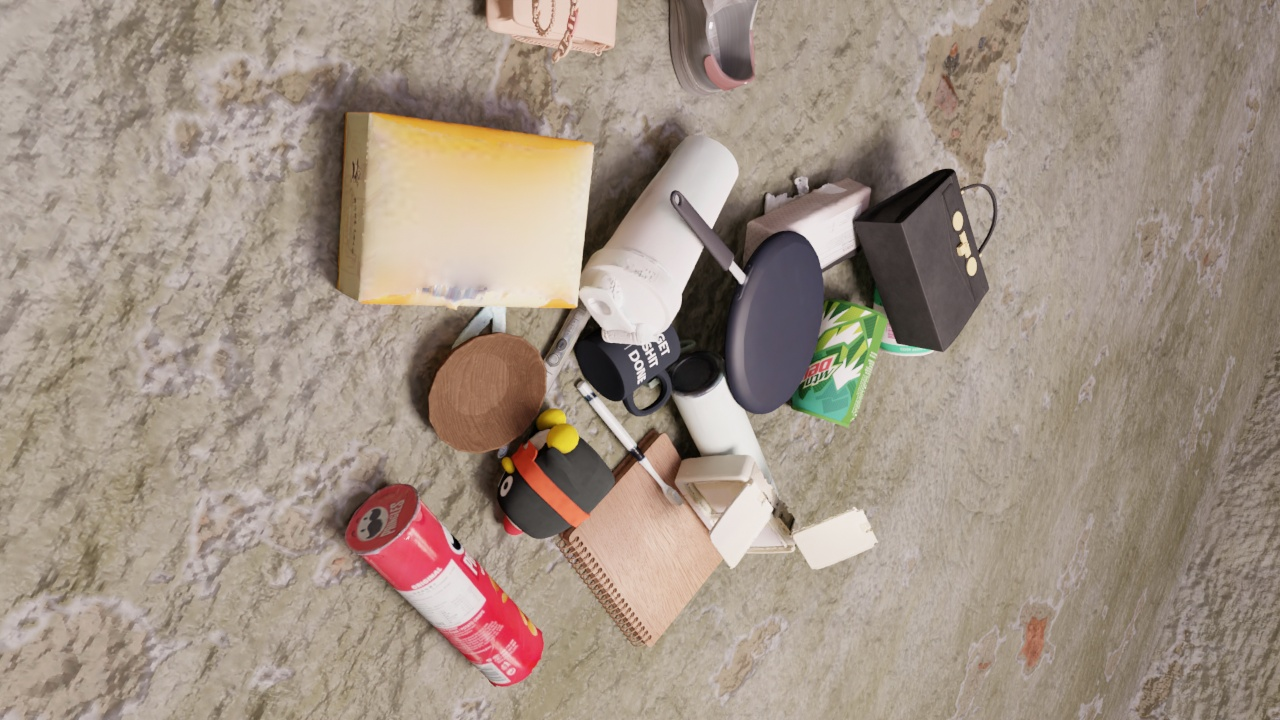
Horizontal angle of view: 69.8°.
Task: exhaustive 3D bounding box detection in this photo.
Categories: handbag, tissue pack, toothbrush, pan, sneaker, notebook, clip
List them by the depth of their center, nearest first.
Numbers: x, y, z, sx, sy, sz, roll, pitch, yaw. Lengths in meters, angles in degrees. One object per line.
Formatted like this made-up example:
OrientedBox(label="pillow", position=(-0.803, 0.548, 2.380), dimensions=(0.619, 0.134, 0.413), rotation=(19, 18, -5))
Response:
OrientedBox(label="handbag", position=(-0.035, -0.325, 0.719), dimensions=(0.116, 0.187, 0.199), rotation=(-2, 99, -34))
OrientedBox(label="sneaker", position=(0.067, -0.366, 0.862), dimensions=(0.099, 0.089, 0.236), rotation=(-35, 123, -29))
OrientedBox(label="toothbrush", position=(-0.090, 0.012, 0.884), dimensions=(0.022, 0.024, 0.185), rotation=(30, 80, 0))
OrientedBox(label="pan", position=(0.113, -0.070, 0.920), dimensions=(0.356, 0.021, 0.198), rotation=(40, 69, -52))
OrientedBox(label="toothbrush", position=(-0.008, 0.089, 0.959), dimensions=(0.012, 0.017, 0.187), rotation=(-48, 118, -21))
OrientedBox(label="clip", position=(0.031, 0.001, 0.986), dimensions=(0.076, 0.023, 0.047), rotation=(-26, 120, -31))
OrientedBox(label="notebook", position=(0.009, 0.206, 1.029), dimensions=(0.168, 0.022, 0.210), rotation=(-47, 128, -23))
OrientedBox(label="tissue pack", position=(0.186, -0.149, 1.057), dimensions=(0.181, 0.071, 0.104), rotation=(-27, 134, -30))
OrientedBox(label="handbag", position=(0.372, -0.142, 1.109), dimensions=(0.195, 0.072, 0.176), rotation=(-38, 118, -22))

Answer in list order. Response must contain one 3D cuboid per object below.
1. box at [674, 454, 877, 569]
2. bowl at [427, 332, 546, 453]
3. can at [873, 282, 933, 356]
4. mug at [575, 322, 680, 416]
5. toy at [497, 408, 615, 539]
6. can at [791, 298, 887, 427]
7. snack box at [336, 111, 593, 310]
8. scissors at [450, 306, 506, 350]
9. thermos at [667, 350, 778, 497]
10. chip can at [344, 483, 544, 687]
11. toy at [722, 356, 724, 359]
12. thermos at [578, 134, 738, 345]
OrientedBox(label="box", position=(0.135, 0.181, 0.969), dimensions=(0.143, 0.195, 0.100), rotation=(52, 45, -32))
OrientedBox(label="bowl", position=(-0.142, 0.025, 0.829), dimensions=(0.117, 0.030, 0.118), rotation=(-17, 121, -30))
OrientedBox(label="can", position=(0.349, -0.095, 1.189), dimensions=(0.088, 0.088, 0.166), rotation=(-16, 113, -37))
OrientedBox(label="mug", position=(-0.005, 0.005, 0.917), dimensions=(0.077, 0.071, 0.105), rotation=(-36, 112, -28))
OrientedBox(label="toy", position=(-0.089, 0.120, 0.871), dimensions=(0.119, 0.097, 0.099), rotation=(-44, 109, -3))
OrientedBox(label="can", position=(0.243, 0.003, 1.129), dimensions=(0.083, 0.083, 0.144), rotation=(18, 91, -43))
OrientedBox(label="snack box", position=(-0.138, -0.117, 0.751), dimensions=(0.195, 0.081, 0.145), rotation=(-1, 104, -34))
OrientedBox(label="scissors", position=(-0.115, -0.067, 0.844), dimensions=(0.158, 0.014, 0.172), rotation=(-11, 109, -37))
OrientedBox(label="thermos", position=(0.095, 0.090, 1.022), dimensions=(0.067, 0.068, 0.230), rotation=(-45, 134, -22))
OrientedBox(label="chip can", position=(-0.170, 0.212, 0.839), dimensions=(0.073, 0.073, 0.233), rotation=(-47, 129, -21))
OrientedBox(label="toy", position=(0.115, 0.016, 1.038), dimensions=(0.076, 0.062, 0.100), rotation=(-21, 139, 4))
OrientedBox(label="thermos", position=(0.022, -0.114, 0.873), dimensions=(0.099, 0.099, 0.219), rotation=(54, 53, -37))
